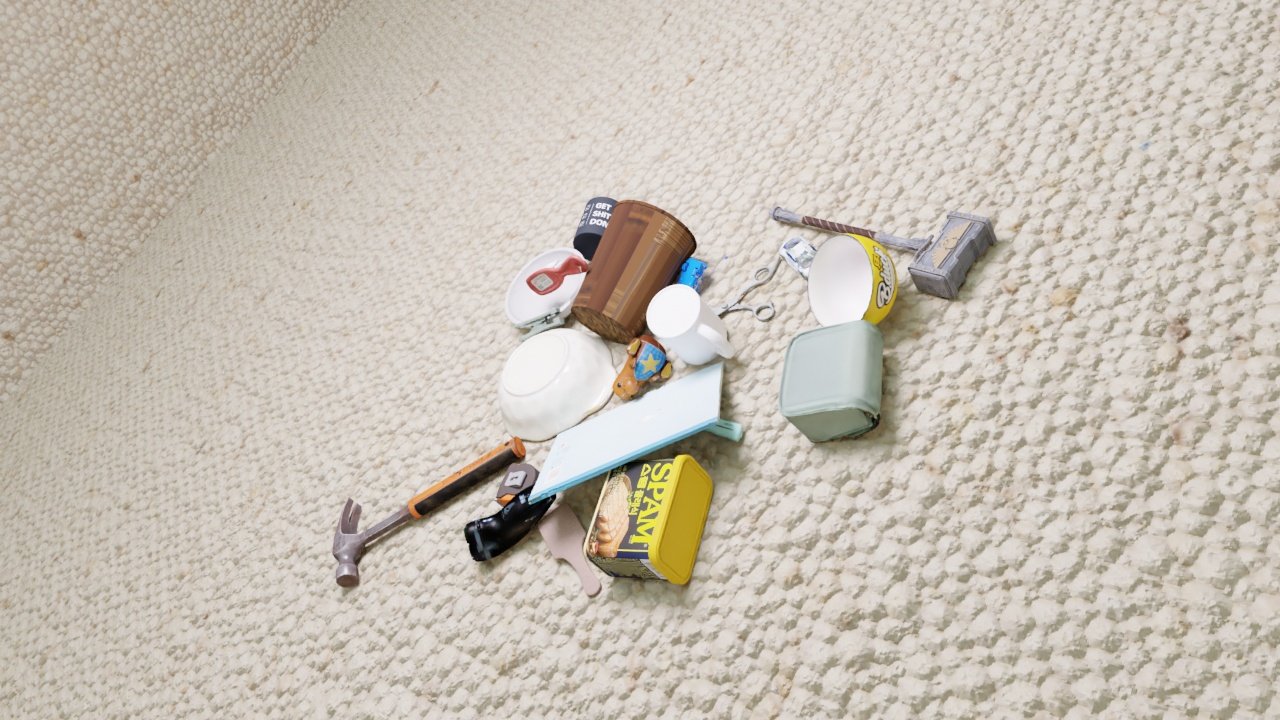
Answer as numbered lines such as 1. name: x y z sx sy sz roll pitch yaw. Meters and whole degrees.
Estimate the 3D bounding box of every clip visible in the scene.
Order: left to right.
1. clip: -0.150 -0.052 1.353 0.076 0.023 0.042 -22 80 17

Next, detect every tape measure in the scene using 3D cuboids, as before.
1. tape measure: -0.157 0.164 1.205 0.059 0.038 0.058 2 56 37

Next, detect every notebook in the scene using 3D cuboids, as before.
1. notebook: -0.013 0.086 1.135 0.254 0.009 0.180 -25 17 17

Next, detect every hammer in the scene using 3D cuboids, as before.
1. hammer: -0.301 0.189 1.294 0.315 0.035 0.137 -31 42 9
2. hammer: 0.282 -0.163 1.171 0.322 0.044 0.098 25 71 47

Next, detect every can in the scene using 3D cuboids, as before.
1. can: 0.009 0.180 1.045 0.105 0.075 0.135 -7 51 35

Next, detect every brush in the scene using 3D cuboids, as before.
1. brush: -0.116 -0.130 1.328 0.030 0.041 0.173 -55 19 -26
2. brush: -0.079 0.232 1.110 0.050 0.015 0.135 -39 47 2

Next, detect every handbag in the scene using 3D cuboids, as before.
1. handbag: 0.219 0.025 1.030 0.106 0.067 0.121 -16 45 36

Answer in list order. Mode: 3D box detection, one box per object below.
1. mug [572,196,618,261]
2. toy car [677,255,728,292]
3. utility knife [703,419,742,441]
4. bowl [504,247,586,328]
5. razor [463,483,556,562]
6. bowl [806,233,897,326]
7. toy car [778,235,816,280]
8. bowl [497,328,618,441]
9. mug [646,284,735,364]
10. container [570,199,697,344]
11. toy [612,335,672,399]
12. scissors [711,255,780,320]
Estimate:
1. mug: -0.045 -0.201 1.433 0.105 0.071 0.077 10 57 10
2. toy car: 0.085 -0.111 1.293 0.033 0.061 0.092 35 108 47
3. utility knife: 0.064 0.074 1.145 0.166 0.015 0.022 14 64 46
4. bowl: -0.138 -0.104 1.424 0.150 0.043 0.149 -19 49 23
5. razor: -0.167 0.198 1.158 0.141 0.063 0.053 -40 45 15
6. bowl: 0.260 -0.090 1.088 0.117 0.067 0.117 2 92 61
7. toy car: 0.215 -0.136 1.207 0.039 0.027 0.089 -37 41 0
8. bowl: -0.135 0.020 1.301 0.220 0.060 0.188 4 57 38
9. mug: 0.073 -0.037 1.168 0.110 0.090 0.073 33 86 35
10. container: -0.015 -0.119 1.293 0.132 0.132 0.167 12 68 42
11. toy: -0.007 0.007 1.240 0.090 0.070 0.103 -53 18 4
12. scissors: 0.125 -0.084 1.238 0.142 0.014 0.157 10 60 37
